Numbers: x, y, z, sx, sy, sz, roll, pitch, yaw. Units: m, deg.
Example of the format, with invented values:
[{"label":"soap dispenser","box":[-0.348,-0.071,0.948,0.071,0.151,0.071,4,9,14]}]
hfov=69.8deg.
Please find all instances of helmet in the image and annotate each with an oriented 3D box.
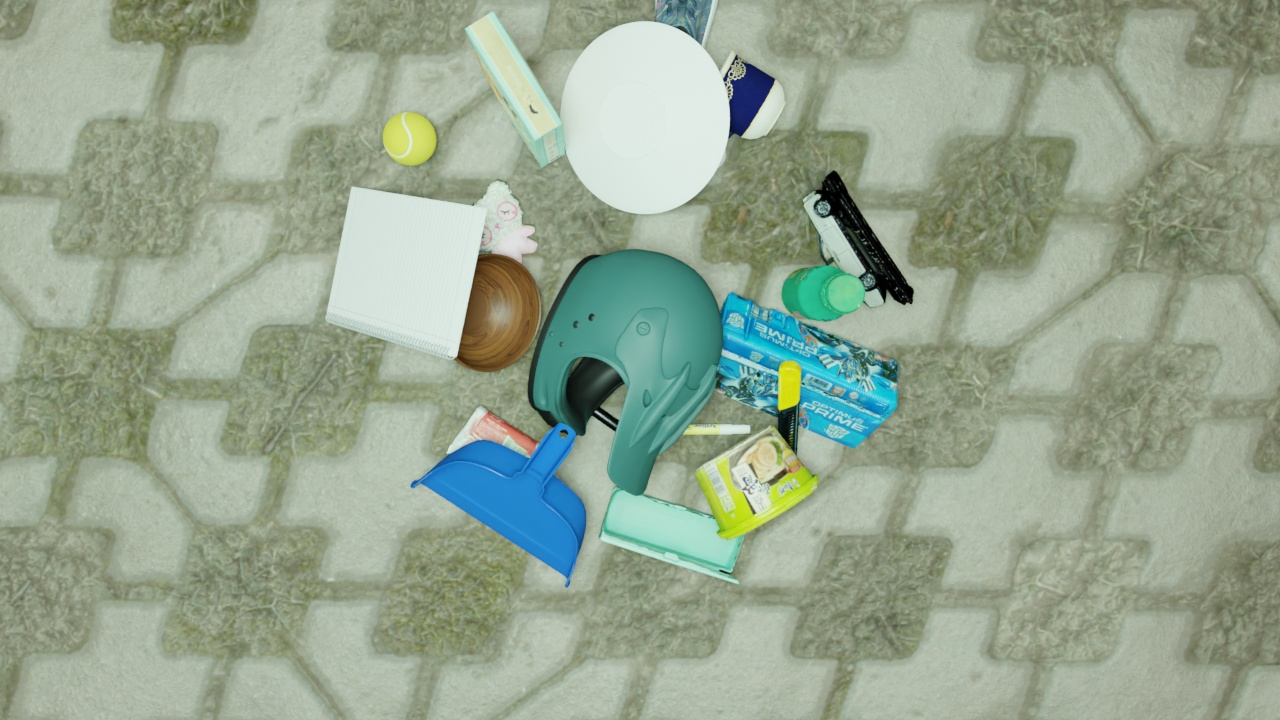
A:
[{"label":"helmet","box":[-0.006,0.006,1.100,0.200,0.176,0.274,24,89,27]}]

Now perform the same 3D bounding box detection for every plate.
[{"label":"plate","box":[-0.004,-0.293,1.120,0.230,0.030,0.229,7,107,24]}]

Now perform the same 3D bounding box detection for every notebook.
[{"label":"notebook","box":[-0.292,-0.111,1.116,0.246,0.013,0.178,15,94,35]}]

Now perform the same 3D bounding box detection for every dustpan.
[{"label":"dustpan","box":[-0.141,0.154,1.122,0.245,0.059,0.258,34,125,-4]}]

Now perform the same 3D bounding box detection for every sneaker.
[{"label":"sneaker","box":[0.054,-0.433,1.140,0.087,0.079,0.235,8,94,-2]}]

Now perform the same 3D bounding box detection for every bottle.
[{"label":"bottle","box":[0.221,-0.081,1.105,0.068,0.209,0.068,0,94,-2]}]

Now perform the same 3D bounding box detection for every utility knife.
[{"label":"utility knife","box":[0.188,0.072,1.170,0.029,0.020,0.173,6,129,13]}]

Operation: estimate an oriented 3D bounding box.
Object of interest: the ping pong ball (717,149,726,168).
[{"label":"ping pong ball","box":[0.089,-0.264,1.173,0.040,0.040,0.040,0,94,-2]}]

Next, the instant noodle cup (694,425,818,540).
[{"label":"instant noodle cup","box":[0.141,0.150,1.159,0.146,0.146,0.098,-31,83,0]}]

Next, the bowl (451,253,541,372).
[{"label":"bowl","box":[-0.204,-0.063,1.156,0.147,0.069,0.147,-11,107,-40]}]

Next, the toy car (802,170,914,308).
[{"label":"toy car","box":[0.269,-0.143,1.173,0.071,0.094,0.191,-32,95,22]}]

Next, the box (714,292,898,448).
[{"label":"box","box":[0.201,0.020,1.199,0.243,0.093,0.115,23,134,-3]}]

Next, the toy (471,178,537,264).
[{"label":"toy","box":[-0.180,-0.167,1.175,0.095,0.041,0.109,-42,100,0]}]

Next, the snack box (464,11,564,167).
[{"label":"snack box","box":[-0.142,-0.313,1.086,0.044,0.193,0.141,-32,95,-2]}]

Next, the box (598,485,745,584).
[{"label":"box","box":[0.043,0.230,1.182,0.188,0.093,0.077,19,94,-3]}]

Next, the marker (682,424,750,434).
[{"label":"marker","box":[0.078,0.091,1.211,0.132,0.014,0.014,0,94,-2]}]

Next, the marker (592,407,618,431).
[{"label":"marker","box":[-0.054,0.069,1.203,0.134,0.018,0.015,35,72,-4]}]

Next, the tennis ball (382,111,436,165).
[{"label":"tennis ball","box":[-0.289,-0.277,1.148,0.065,0.065,0.065,0,94,-2]}]

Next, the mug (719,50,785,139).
[{"label":"mug","box":[0.125,-0.317,1.156,0.089,0.085,0.112,30,128,-6]}]

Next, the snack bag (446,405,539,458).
[{"label":"snack bag","box":[-0.184,0.120,1.195,0.116,0.036,0.077,33,93,-4]}]
